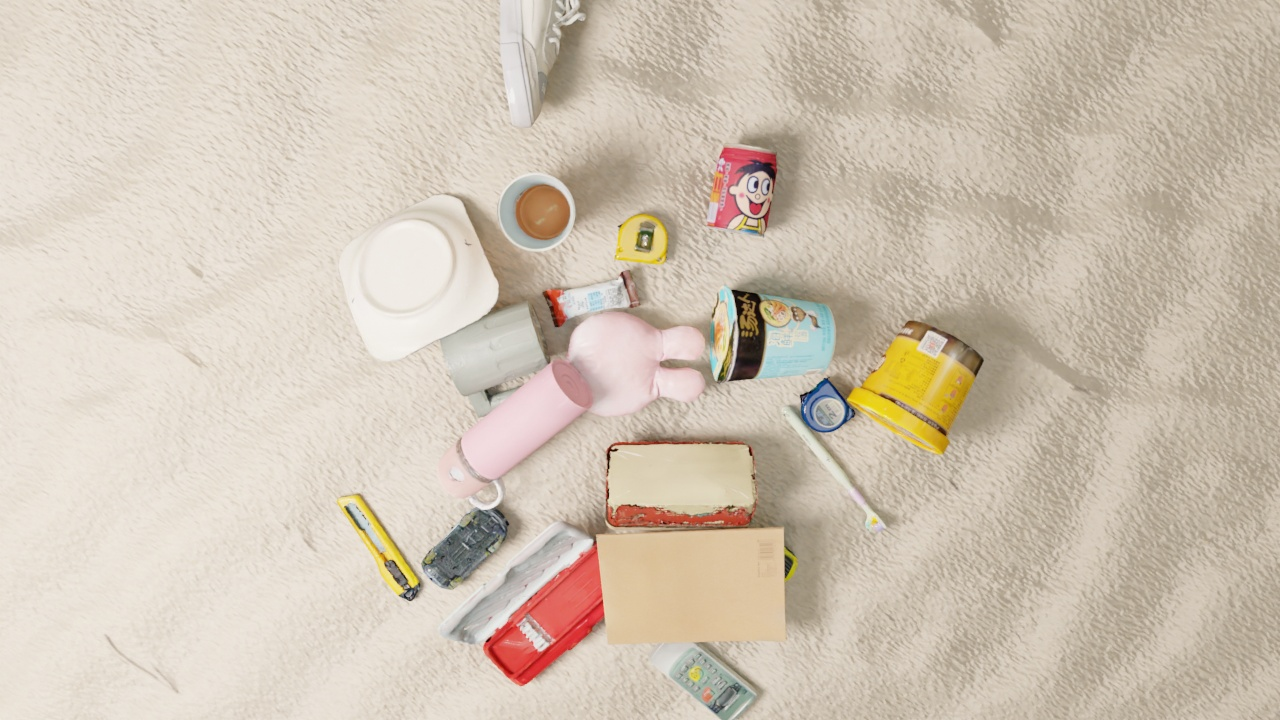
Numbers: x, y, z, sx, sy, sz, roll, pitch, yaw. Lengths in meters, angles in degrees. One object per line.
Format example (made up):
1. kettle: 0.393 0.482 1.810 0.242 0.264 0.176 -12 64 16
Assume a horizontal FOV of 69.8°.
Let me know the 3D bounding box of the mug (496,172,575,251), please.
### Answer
1. mug: -0.106 -0.158 0.974 0.078 0.122 0.078 0 100 -2

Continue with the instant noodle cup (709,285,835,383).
1. instant noodle cup: 0.147 -0.027 1.015 0.120 0.111 0.111 1 99 -9

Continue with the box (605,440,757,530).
1. box: 0.044 0.139 1.031 0.168 0.078 0.091 0 56 0

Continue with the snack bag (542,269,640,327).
1. snack bag: -0.055 -0.070 1.038 0.104 0.026 0.048 -16 106 1

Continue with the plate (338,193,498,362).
1. plate: -0.249 -0.095 0.994 0.164 0.034 0.164 -28 72 4

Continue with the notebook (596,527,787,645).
1. notebook: 0.061 0.260 1.051 0.211 0.012 0.150 -3 111 4

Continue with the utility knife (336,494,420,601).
1. utility knife: -0.311 0.223 1.089 0.033 0.015 0.154 -32 98 2

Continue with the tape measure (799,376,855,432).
1. tape measure: 0.213 0.055 1.064 0.054 0.025 0.058 -38 94 7

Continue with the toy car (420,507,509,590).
1. toy car: -0.206 0.219 1.081 0.054 0.036 0.121 42 106 -8

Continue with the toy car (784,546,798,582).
1. toy car: 0.143 0.265 1.095 0.048 0.032 0.105 41 98 -7

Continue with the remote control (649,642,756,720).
1. remote control: 0.076 0.384 1.120 0.135 0.019 0.056 41 97 -7

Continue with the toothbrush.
1. toothbrush: 0.226 0.128 1.079 0.189 0.029 0.020 51 53 -7

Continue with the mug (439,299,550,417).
1. mug: -0.155 0.001 1.030 0.103 0.083 0.124 -19 126 1

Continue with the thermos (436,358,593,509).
1. thermos: -0.139 0.089 1.022 0.199 0.067 0.087 -39 89 20

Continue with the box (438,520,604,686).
1. box: -0.120 0.281 1.079 0.201 0.065 0.160 -43 118 6

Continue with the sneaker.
1. sneaker: -0.104 -0.366 0.963 0.090 0.089 0.242 -2 93 -5

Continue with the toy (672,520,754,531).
1. toy: 0.076 0.238 1.078 0.156 0.049 0.161 -30 91 13

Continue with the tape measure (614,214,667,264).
1. tape measure: 0.002 -0.135 1.027 0.060 0.029 0.057 7 99 -2

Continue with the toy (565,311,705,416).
1. toy: -0.006 0.006 1.036 0.159 0.054 0.121 2 103 5

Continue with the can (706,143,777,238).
1. can: 0.111 -0.185 1.001 0.066 0.066 0.094 9 99 -2

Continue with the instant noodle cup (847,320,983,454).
1. instant noodle cup: 0.310 0.026 1.018 0.118 0.118 0.114 31 90 -6
